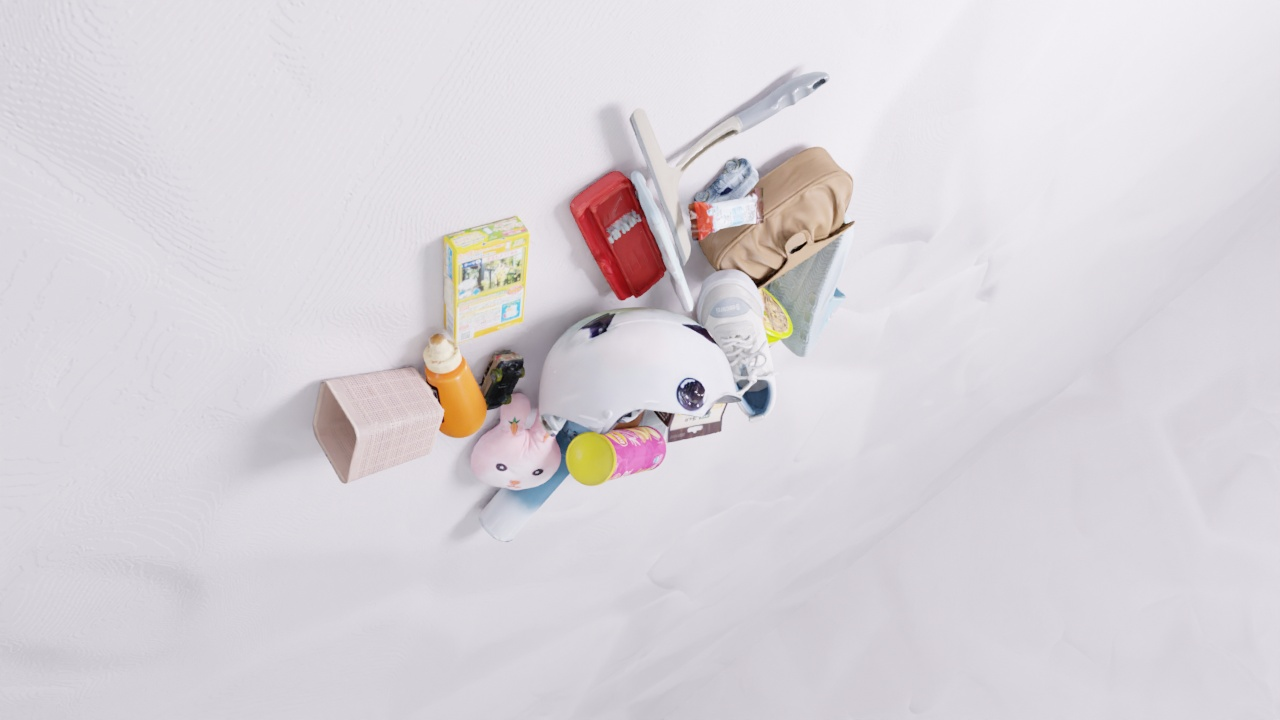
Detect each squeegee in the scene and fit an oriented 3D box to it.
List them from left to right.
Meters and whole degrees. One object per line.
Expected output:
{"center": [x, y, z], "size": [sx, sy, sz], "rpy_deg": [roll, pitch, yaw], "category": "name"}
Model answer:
{"center": [0.108, -0.261, 1.038], "size": [0.246, 0.039, 0.246], "rpy_deg": [-37, 146, -6], "category": "squeegee"}

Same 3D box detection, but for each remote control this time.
{"center": [0.017, 0.104, 1.445], "size": [0.055, 0.020, 0.136], "rpy_deg": [-15, 134, -33], "category": "remote control"}

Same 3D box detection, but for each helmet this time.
{"center": [-0.007, 0.007, 1.148], "size": [0.258, 0.146, 0.229], "rpy_deg": [-9, 179, -20], "category": "helmet"}

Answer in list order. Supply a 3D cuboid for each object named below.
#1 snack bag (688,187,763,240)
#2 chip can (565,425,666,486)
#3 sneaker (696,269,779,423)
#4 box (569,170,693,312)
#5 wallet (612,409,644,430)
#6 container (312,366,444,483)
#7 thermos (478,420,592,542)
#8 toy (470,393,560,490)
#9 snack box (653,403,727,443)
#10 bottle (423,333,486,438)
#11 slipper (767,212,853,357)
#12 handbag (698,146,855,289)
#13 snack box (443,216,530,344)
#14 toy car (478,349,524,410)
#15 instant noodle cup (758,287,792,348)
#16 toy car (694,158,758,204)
{"center": [0.102, -0.171, 1.071], "size": [0.104, 0.026, 0.048], "rpy_deg": [-21, 118, -29], "category": "snack bag"}
{"center": [-0.029, 0.131, 1.298], "size": [0.071, 0.071, 0.210], "rpy_deg": [-46, 164, 14], "category": "chip can"}
{"center": [0.130, -0.010, 1.211], "size": [0.090, 0.090, 0.242], "rpy_deg": [-9, 136, 14], "category": "sneaker"}
{"center": [0.003, -0.122, 1.055], "size": [0.095, 0.101, 0.201], "rpy_deg": [-36, 150, -5], "category": "box"}
{"center": [-0.033, 0.070, 1.354], "size": [0.101, 0.032, 0.125], "rpy_deg": [-20, 146, -33], "category": "wallet"}
{"center": [-0.289, 0.067, 1.019], "size": [0.110, 0.090, 0.090], "rpy_deg": [-15, 143, -40], "category": "container"}
{"center": [-0.147, 0.169, 1.334], "size": [0.221, 0.070, 0.070], "rpy_deg": [-49, 148, 18], "category": "thermos"}
{"center": [-0.162, 0.113, 1.237], "size": [0.121, 0.054, 0.160], "rpy_deg": [9, 123, -19], "category": "toy"}
{"center": [0.087, 0.055, 1.400], "size": [0.113, 0.053, 0.126], "rpy_deg": [-8, 131, -35], "category": "snack box"}
{"center": [-0.221, 0.026, 1.064], "size": [0.066, 0.066, 0.150], "rpy_deg": [-26, 141, -19], "category": "bottle"}
{"center": [0.253, -0.118, 1.334], "size": [0.074, 0.104, 0.246], "rpy_deg": [-18, 138, -35], "category": "slipper"}
{"center": [0.182, -0.171, 1.179], "size": [0.204, 0.099, 0.148], "rpy_deg": [-34, 148, 6], "category": "handbag"}
{"center": [-0.167, -0.085, 0.993], "size": [0.086, 0.033, 0.141], "rpy_deg": [-21, 148, -27], "category": "snack box"}
{"center": [-0.175, 0.026, 1.134], "size": [0.042, 0.035, 0.091], "rpy_deg": [-7, 139, -39], "category": "toy car"}
{"center": [0.136, -0.037, 1.318], "size": [0.111, 0.111, 0.124], "rpy_deg": [1, 140, -48], "category": "instant noodle cup"}
{"center": [0.105, -0.206, 1.117], "size": [0.091, 0.034, 0.043], "rpy_deg": [-43, 153, 11], "category": "toy car"}
